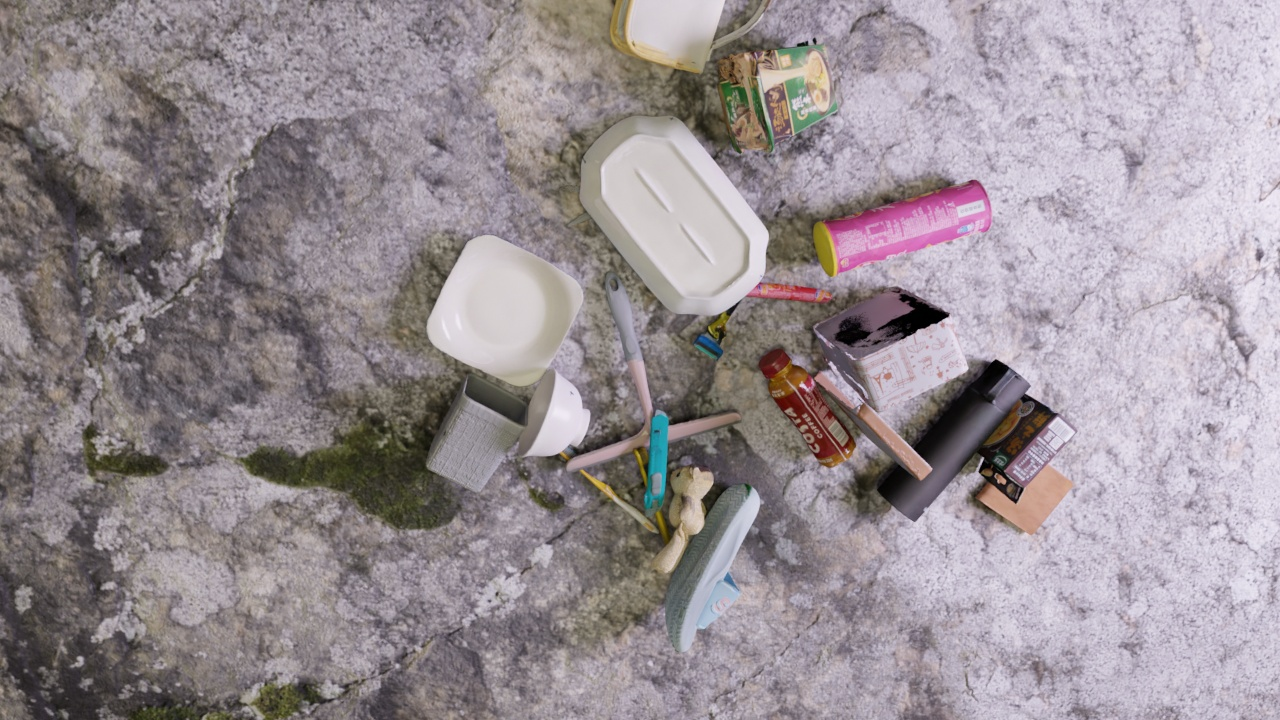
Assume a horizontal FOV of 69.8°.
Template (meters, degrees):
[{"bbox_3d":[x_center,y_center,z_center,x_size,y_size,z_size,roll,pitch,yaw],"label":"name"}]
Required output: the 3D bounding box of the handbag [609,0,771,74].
[{"bbox_3d":[0.065,-0.419,1.065,0.178,0.063,0.163,10,106,-25],"label":"handbag"}]

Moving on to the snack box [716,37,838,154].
[{"bbox_3d":[0.165,-0.313,1.080,0.105,0.118,0.117,-20,108,-12],"label":"snack box"}]

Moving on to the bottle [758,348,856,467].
[{"bbox_3d":[0.220,0.062,1.222,0.057,0.057,0.175,-36,107,4],"label":"bottle"}]

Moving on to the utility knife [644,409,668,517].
[{"bbox_3d":[0.021,0.137,1.210,0.029,0.013,0.157,-5,111,-20],"label":"utility knife"}]

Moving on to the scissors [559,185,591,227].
[{"bbox_3d":[-0.006,-0.208,1.138,0.159,0.014,0.175,35,102,-13],"label":"scissors"}]

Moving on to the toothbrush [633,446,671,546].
[{"bbox_3d":[0.025,0.199,1.252,0.016,0.015,0.190,-23,114,-11],"label":"toothbrush"}]

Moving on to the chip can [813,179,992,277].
[{"bbox_3d":[0.330,-0.167,1.160,0.210,0.071,0.071,-16,108,-3],"label":"chip can"}]

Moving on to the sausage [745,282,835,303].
[{"bbox_3d":[0.182,-0.088,1.181,0.155,0.020,0.020,4,106,-19],"label":"sausage"}]

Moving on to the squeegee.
[{"bbox_3d":[-0.007,0.007,1.184,0.247,0.040,0.250,-16,105,-6],"label":"squeegee"}]

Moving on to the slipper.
[{"bbox_3d":[0.104,0.284,1.255,0.074,0.104,0.245,25,96,-16],"label":"slipper"}]

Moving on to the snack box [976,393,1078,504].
[{"bbox_3d":[0.509,0.113,1.243,0.053,0.113,0.126,39,98,-15],"label":"snack box"}]

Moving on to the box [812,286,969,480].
[{"bbox_3d":[0.322,0.038,1.162,0.156,0.183,0.193,-27,108,2],"label":"box"}]

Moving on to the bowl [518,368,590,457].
[{"bbox_3d":[-0.102,0.075,1.156,0.064,0.118,0.118,21,103,-16],"label":"bowl"}]

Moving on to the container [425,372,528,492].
[{"bbox_3d":[-0.209,0.094,1.165,0.090,0.090,0.114,29,104,-14],"label":"container"}]

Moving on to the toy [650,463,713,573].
[{"bbox_3d":[0.054,0.213,1.234,0.066,0.105,0.157,19,87,22],"label":"toy"}]

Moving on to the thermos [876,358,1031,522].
[{"bbox_3d":[0.424,0.107,1.247,0.068,0.090,0.243,42,100,24],"label":"thermos"}]

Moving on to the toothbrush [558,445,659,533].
[{"bbox_3d":[-0.041,0.175,1.247,0.191,0.016,0.018,42,89,-16],"label":"toothbrush"}]

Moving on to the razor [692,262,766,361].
[{"bbox_3d":[0.119,-0.071,1.188,0.042,0.022,0.143,30,95,-24],"label":"razor"}]

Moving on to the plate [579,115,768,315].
[{"bbox_3d":[0.042,-0.174,1.116,0.162,0.034,0.265,-38,99,7],"label":"plate"}]

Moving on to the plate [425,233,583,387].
[{"bbox_3d":[-0.169,-0.063,1.149,0.163,0.034,0.164,27,101,-14],"label":"plate"}]

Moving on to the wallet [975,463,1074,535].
[{"bbox_3d":[0.555,0.188,1.322,0.115,0.020,0.101,34,99,-18],"label":"wallet"}]
